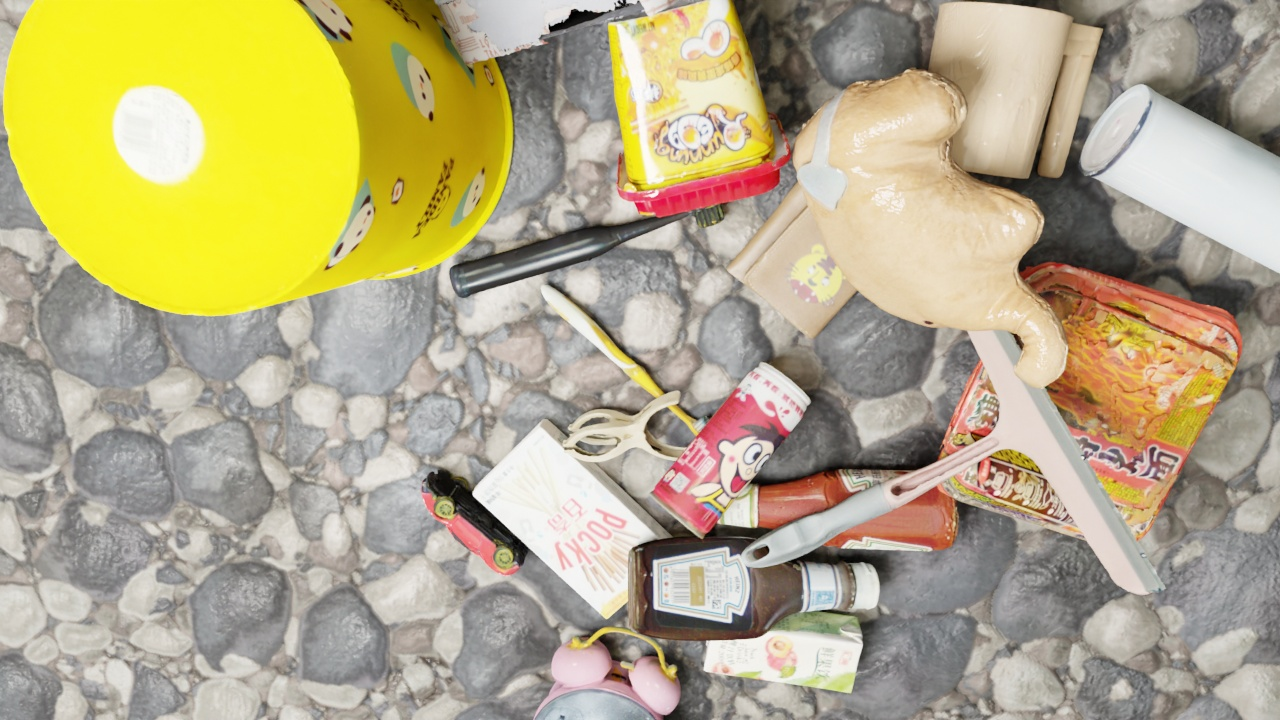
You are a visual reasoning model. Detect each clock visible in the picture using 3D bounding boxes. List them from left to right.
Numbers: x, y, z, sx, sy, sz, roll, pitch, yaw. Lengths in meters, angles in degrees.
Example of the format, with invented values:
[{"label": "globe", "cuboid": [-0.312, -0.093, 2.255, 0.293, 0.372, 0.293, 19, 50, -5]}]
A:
[{"label": "clock", "cuboid": [-0.028, 0.297, 0.778, 0.117, 0.059, 0.159, 16, 107, 1]}]

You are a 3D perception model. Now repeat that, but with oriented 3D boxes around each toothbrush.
[{"label": "toothbrush", "cuboid": [-0.041, -0.086, 0.692, 0.213, 0.026, 0.027, -14, 94, 8]}, {"label": "toothbrush", "cuboid": [-0.004, 0.004, 0.717, 0.191, 0.016, 0.018, 42, 129, -8]}]

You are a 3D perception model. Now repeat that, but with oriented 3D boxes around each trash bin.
[{"label": "trash bin", "cuboid": [-0.217, -0.142, 0.572, 0.230, 0.255, 0.230, 1, 106, 4]}]

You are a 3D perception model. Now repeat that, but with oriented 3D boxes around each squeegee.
[{"label": "squeegee", "cuboid": [0.180, 0.092, 0.651, 0.250, 0.040, 0.247, -32, 65, 24]}]

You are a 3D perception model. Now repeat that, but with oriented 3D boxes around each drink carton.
[{"label": "drink carton", "cuboid": [0.116, 0.232, 0.755, 0.122, 0.045, 0.054, 6, 111, 3]}]

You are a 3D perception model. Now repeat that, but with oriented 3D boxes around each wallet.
[{"label": "wallet", "cuboid": [0.132, -0.084, 0.677, 0.090, 0.033, 0.115, 39, 108, -7]}]

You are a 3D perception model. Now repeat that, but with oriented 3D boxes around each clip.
[{"label": "clip", "cuboid": [-0.012, 0.054, 0.717, 0.097, 0.034, 0.061, -6, 115, 12]}]

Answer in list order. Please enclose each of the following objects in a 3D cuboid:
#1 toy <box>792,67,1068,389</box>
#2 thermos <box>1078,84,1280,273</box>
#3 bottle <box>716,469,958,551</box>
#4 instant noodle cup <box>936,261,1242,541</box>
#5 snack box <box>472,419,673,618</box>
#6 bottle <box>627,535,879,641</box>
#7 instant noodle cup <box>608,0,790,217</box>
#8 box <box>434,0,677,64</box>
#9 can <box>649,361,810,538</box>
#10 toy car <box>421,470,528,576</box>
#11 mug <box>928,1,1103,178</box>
[{"label": "toy", "cuboid": [0.188, -0.077, 0.594, 0.082, 0.144, 0.226, -43, 102, -25]}, {"label": "thermos", "cuboid": [0.421, -0.110, 0.630, 0.224, 0.073, 0.073, 26, 105, -3]}, {"label": "bottle", "cuboid": [0.138, 0.114, 0.717, 0.206, 0.059, 0.060, 0, 105, 11]}, {"label": "instant noodle cup", "cuboid": [0.314, 0.027, 0.667, 0.164, 0.079, 0.189, 19, 107, -1]}, {"label": "snack box", "cuboid": [-0.052, 0.130, 0.751, 0.157, 0.026, 0.085, 44, 104, -7]}, {"label": "bottle", "cuboid": [0.088, 0.178, 0.720, 0.195, 0.044, 0.079, 1, 76, -7]}, {"label": "instant noodle cup", "cuboid": [0.031, -0.176, 0.605, 0.116, 0.115, 0.124, -12, 120, 7]}, {"label": "box", "cuboid": [-0.061, -0.290, 0.522, 0.183, 0.155, 0.192, 4, 126, 42]}, {"label": "can", "cuboid": [0.068, 0.067, 0.693, 0.053, 0.053, 0.132, 40, 86, -7]}, {"label": "toy car", "cuboid": [-0.137, 0.132, 0.747, 0.106, 0.049, 0.031, 44, 102, -9]}, {"label": "mug", "cuboid": [0.251, -0.180, 0.624, 0.124, 0.084, 0.104, 0, 108, -23]}]
